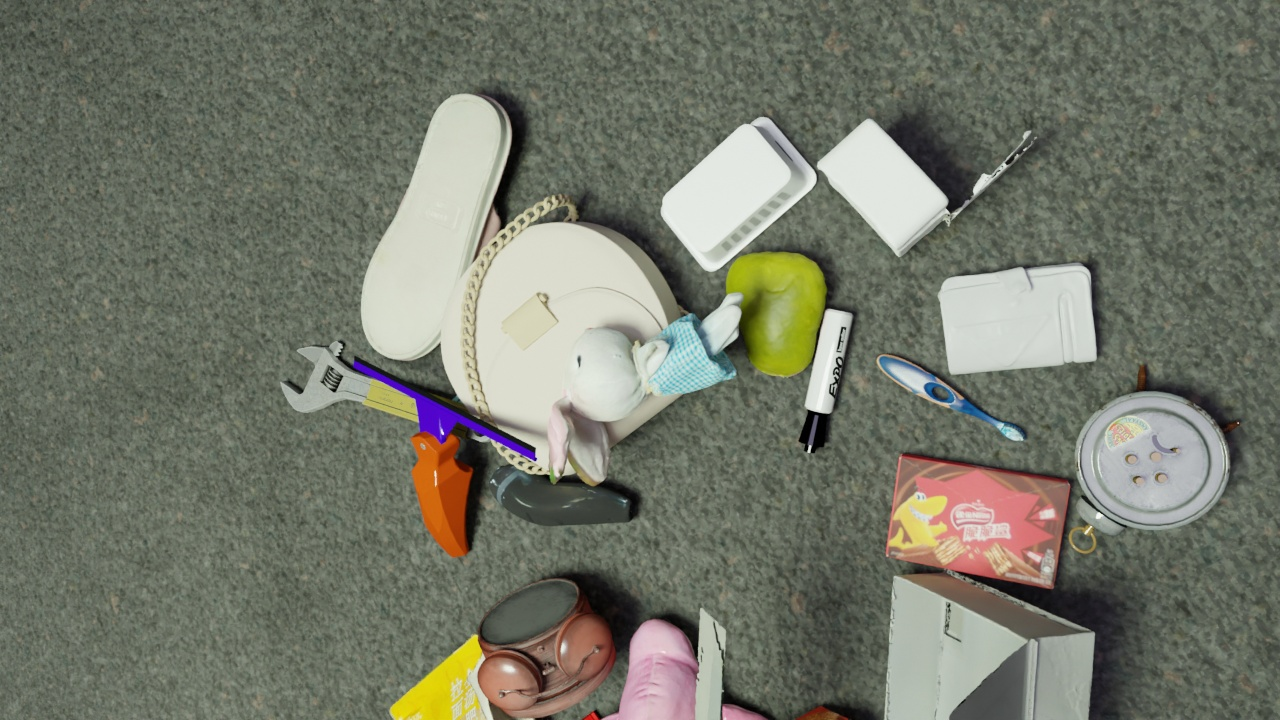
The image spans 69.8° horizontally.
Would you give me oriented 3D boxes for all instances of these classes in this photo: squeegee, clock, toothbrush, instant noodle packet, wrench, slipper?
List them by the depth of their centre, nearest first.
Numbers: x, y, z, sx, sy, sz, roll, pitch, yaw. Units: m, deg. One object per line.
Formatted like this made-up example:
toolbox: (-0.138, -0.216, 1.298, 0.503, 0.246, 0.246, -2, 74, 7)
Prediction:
clock: (0.381, 0.087, 0.706, 0.104, 0.056, 0.148, 35, 101, 14)
toothbrush: (0.258, 0.032, 0.767, 0.135, 0.017, 0.021, 31, 100, 15)
clock: (-0.085, 0.259, 0.822, 0.120, 0.157, 0.072, -23, 106, -8)
squeegee: (-0.189, 0.118, 0.877, 0.250, 0.055, 0.185, 22, 132, 33)
instant noodle packet: (-0.163, 0.403, 0.894, 0.163, 0.084, 0.221, -45, 62, 26)
slipper: (-0.194, -0.125, 0.897, 0.114, 0.054, 0.275, 29, 104, 16)
wrench: (-0.260, 0.040, 0.937, 0.274, 0.018, 0.083, 16, 92, 24)

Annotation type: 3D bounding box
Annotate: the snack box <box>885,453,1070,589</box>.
snack box: (0.277, 0.132, 0.762, 0.133, 0.021, 0.089, 8, 95, 19)

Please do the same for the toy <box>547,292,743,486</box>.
toy: (-0.004, 0.004, 0.739, 0.205, 0.131, 0.105, -39, 77, 9)

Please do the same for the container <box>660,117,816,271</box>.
container: (0.080, -0.147, 0.803, 0.129, 0.049, 0.080, -41, 80, 16)

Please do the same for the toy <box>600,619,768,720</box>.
toy: (0.024, 0.367, 0.805, 0.187, 0.127, 0.265, -11, 88, 16)

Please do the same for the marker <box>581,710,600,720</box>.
marker: (-0.011, 0.404, 0.877, 0.023, 0.021, 0.145, -35, 80, -13)

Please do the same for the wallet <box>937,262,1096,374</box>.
wallet: (0.304, -0.033, 0.740, 0.116, 0.032, 0.086, -10, 92, 19)

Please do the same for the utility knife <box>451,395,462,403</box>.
utility knife: (-0.175, 0.037, 0.920, 0.129, 0.015, 0.022, -44, 54, 14)

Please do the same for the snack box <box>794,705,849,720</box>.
snack box: (0.088, 0.389, 0.747, 0.236, 0.060, 0.113, -18, 91, -22)

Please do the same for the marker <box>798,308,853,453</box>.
marker: (0.160, 0.019, 0.796, 0.025, 0.025, 0.126, 13, 97, 18)

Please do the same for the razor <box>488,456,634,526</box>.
razor: (-0.073, 0.126, 0.874, 0.140, 0.053, 0.063, 6, 62, 13)

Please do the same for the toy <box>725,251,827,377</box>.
toy: (0.116, -0.039, 0.795, 0.090, 0.051, 0.110, 2, 96, 21)

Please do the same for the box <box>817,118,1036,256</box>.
box: (0.232, -0.152, 0.720, 0.137, 0.108, 0.124, -44, 80, 17)

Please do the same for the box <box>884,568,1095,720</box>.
box: (0.223, 0.266, 0.605, 0.150, 0.368, 0.167, 3, 93, 19)

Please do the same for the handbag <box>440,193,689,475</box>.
handbag: (-0.069, -0.019, 0.845, 0.211, 0.103, 0.208, -38, 88, 17)
